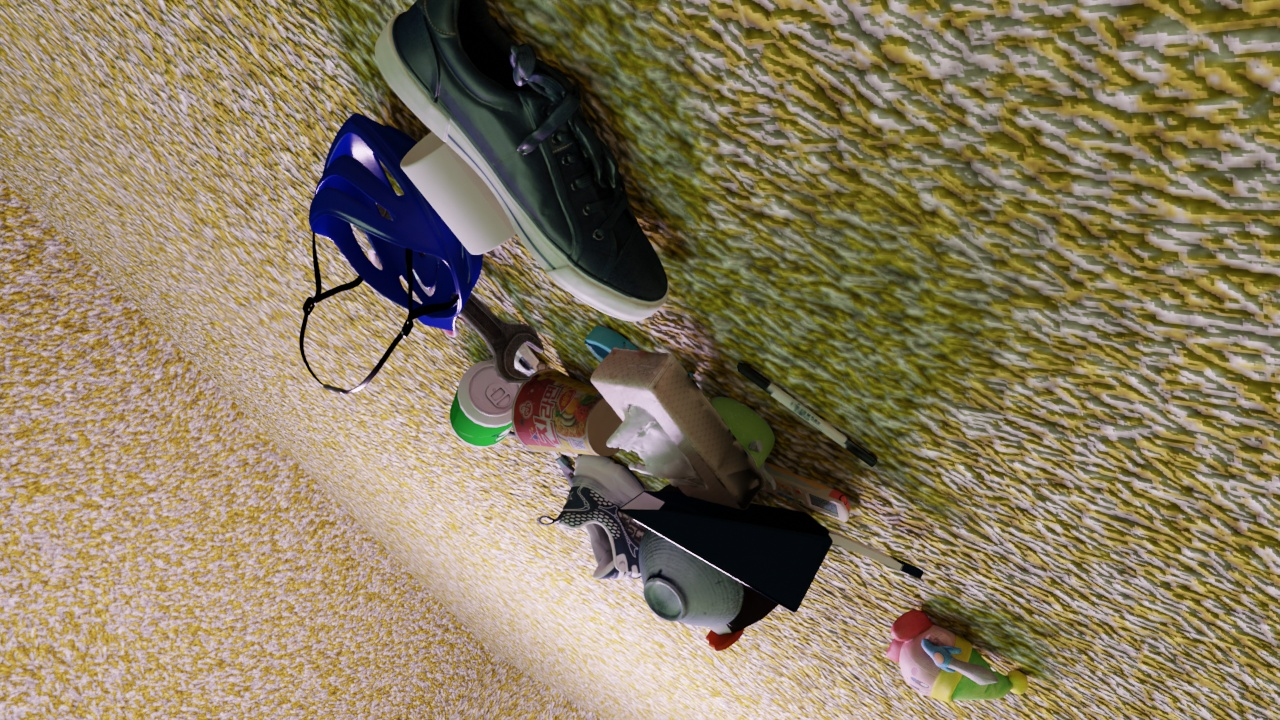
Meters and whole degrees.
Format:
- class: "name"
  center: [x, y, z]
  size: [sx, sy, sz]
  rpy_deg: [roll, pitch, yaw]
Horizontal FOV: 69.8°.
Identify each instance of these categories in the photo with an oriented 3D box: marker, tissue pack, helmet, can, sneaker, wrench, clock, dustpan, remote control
- class: "marker"
  center: [0.149, 0.048, 0.827]
  size: [0.152, 0.011, 0.011]
  rpy_deg: [36, 154, 4]
- class: "tissue pack"
  center: [0.029, 0.073, 0.865]
  size: [0.104, 0.071, 0.181]
  rpy_deg: [4, 142, 48]
- class: "helmet"
  center: [-0.252, -0.091, 0.868]
  size: [0.148, 0.227, 0.242]
  rpy_deg: [12, 146, 26]
- class: "can"
  center: [-0.203, 0.059, 1.210]
  size: [0.088, 0.087, 0.140]
  rpy_deg: [39, 154, -1]
- class: "sneaker"
  center: [-0.011, 0.251, 1.226]
  size: [0.269, 0.132, 0.103]
  rpy_deg: [43, 152, -13]
- class: "sneaker"
  center: [-0.058, -0.157, 0.680]
  size: [0.128, 0.120, 0.294]
  rpy_deg: [-26, 112, 38]
- class: "wrench"
  center: [-0.213, -0.081, 1.020]
  size: [0.273, 0.069, 0.010]
  rpy_deg: [45, 153, -10]
- class: "clock"
  center: [0.085, 0.076, 0.919]
  size: [0.119, 0.042, 0.094]
  rpy_deg: [19, 147, 34]
- class: "dustpan"
  center: [0.129, 0.167, 0.880]
  size: [0.273, 0.080, 0.236]
  rpy_deg: [29, 179, 7]
- class: "remote control"
  center: [0.158, 0.132, 0.944]
  size: [0.126, 0.018, 0.038]
  rpy_deg: [19, 149, 33]

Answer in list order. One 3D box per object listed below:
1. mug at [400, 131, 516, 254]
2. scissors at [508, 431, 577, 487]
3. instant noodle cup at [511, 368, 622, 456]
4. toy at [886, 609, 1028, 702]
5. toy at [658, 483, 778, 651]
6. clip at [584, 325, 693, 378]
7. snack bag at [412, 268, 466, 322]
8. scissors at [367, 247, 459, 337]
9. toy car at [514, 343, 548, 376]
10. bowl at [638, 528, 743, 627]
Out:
- class: "mug"
  center: [-0.133, -0.159, 0.790]
  size: [0.112, 0.078, 0.097]
  rpy_deg: [-20, 123, 28]
- class: "scissors"
  center: [-0.149, 0.130, 1.343]
  size: [0.206, 0.015, 0.202]
  rpy_deg: [22, 151, 33]
- class: "instant noodle cup"
  center: [-0.074, 0.064, 1.038]
  size: [0.113, 0.100, 0.100]
  rpy_deg: [9, 142, 46]
- class: "toy"
  center: [0.335, 0.320, 0.978]
  size: [0.131, 0.096, 0.124]
  rpy_deg: [43, 155, 35]
- class: "toy"
  center: [0.089, 0.218, 1.087]
  size: [0.184, 0.140, 0.159]
  rpy_deg: [56, -177, -15]
- class: "clip"
  center: [-0.007, 0.008, 0.949]
  size: [0.116, 0.026, 0.097]
  rpy_deg: [35, 152, 6]
- class: "snack bag"
  center: [-0.254, -0.106, 1.090]
  size: [0.057, 0.013, 0.158]
  rpy_deg: [23, 151, 41]
- class: "scissors"
  center: [-0.282, -0.098, 1.115]
  size: [0.177, 0.013, 0.170]
  rpy_deg: [25, 153, 44]
- class: "toy car"
  center: [-0.144, -0.003, 1.101]
  size: [0.039, 0.027, 0.090]
  rpy_deg: [3, 138, 48]
- class: "bowl"
  center: [0.040, 0.249, 1.007]
  size: [0.137, 0.057, 0.137]
  rpy_deg: [18, 122, 30]
